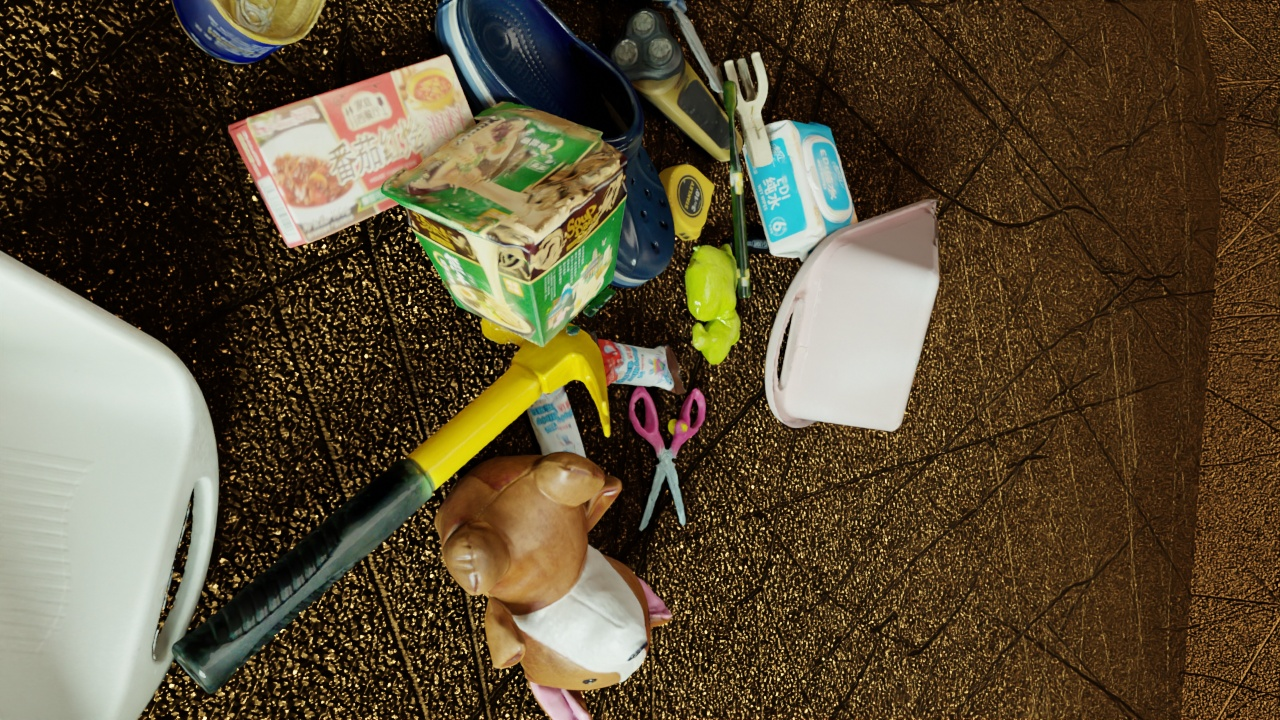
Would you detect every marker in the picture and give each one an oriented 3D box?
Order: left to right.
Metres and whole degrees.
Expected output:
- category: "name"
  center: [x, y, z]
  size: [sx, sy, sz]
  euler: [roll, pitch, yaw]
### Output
- category: "marker"
  center: [0.121, -0.112, 0.885]
  size: [0.123, 0.015, 0.018]
  euler: [-7, 88, -48]

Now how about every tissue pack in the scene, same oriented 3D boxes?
- category: "tissue pack"
  center: [0.158, -0.162, 0.881]
  size: [0.089, 0.063, 0.140]
  euler: [-11, 85, -49]

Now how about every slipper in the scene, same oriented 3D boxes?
- category: "slipper"
  center: [-0.039, -0.168, 0.658]
  size: [0.253, 0.095, 0.104]
  euler: [52, 54, -27]

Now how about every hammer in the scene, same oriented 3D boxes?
- category: "hammer"
  center: [-0.130, 0.068, 0.533]
  size: [0.299, 0.129, 0.033]
  euler: [-43, 144, -34]

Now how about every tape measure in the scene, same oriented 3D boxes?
- category: "tape measure"
  center: [0.033, -0.137, 0.780]
  size: [0.057, 0.029, 0.060]
  euler: [33, 64, -43]

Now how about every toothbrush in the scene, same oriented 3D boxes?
- category: "toothbrush"
  center: [0.084, -0.146, 0.796]
  size: [0.017, 0.012, 0.186]
  euler: [-37, 124, -70]

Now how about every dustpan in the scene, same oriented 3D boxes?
- category: "dustpan"
  center: [-0.241, 0.074, 0.347]
  size: [0.142, 0.258, 0.222]
  euler: [14, 76, -22]
- category: "dustpan"
  center: [0.213, -0.047, 0.927]
  size: [0.272, 0.139, 0.223]
  euler: [-54, 153, -66]

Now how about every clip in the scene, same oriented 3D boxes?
- category: "clip"
  center: [0.096, -0.231, 0.820]
  size: [0.035, 0.096, 0.101]
  euler: [-17, 77, -6]

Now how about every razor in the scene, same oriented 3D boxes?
- category: "razor"
  center: [0.037, -0.220, 0.770]
  size: [0.167, 0.068, 0.062]
  euler: [33, 85, -49]

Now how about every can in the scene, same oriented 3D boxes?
- category: "can"
  center: [-0.210, -0.239, 0.504]
  size: [0.074, 0.049, 0.148]
  euler: [15, 76, -46]

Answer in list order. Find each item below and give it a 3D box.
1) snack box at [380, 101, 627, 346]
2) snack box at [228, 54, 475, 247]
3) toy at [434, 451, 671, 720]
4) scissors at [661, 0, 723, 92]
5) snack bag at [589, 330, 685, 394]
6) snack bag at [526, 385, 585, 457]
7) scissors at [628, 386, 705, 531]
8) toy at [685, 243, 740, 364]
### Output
- category: "snack box"
  center: [-0.077, -0.081, 0.585]
  size: [0.118, 0.117, 0.106]
  euler: [-46, 149, -33]
- category: "snack box"
  center: [-0.165, -0.132, 0.564]
  size: [0.152, 0.026, 0.075]
  euler: [-38, 115, -42]
- category: "toy"
  center: [-0.047, 0.152, 0.610]
  size: [0.139, 0.131, 0.200]
  euler: [-39, 126, -25]
- category: "scissors"
  center: [0.039, -0.280, 0.753]
  size: [0.175, 0.012, 0.105]
  euler: [54, 34, 4]
- category: "snack bag"
  center: [-0.004, 0.004, 0.729]
  size: [0.105, 0.026, 0.045]
  euler: [7, 59, -47]
- category: "snack bag"
  center: [-0.061, 0.048, 0.666]
  size: [0.048, 0.026, 0.104]
  euler: [-22, 103, -34]
- category: "scissors"
  center: [0.018, 0.076, 0.760]
  size: [0.125, 0.017, 0.133]
  euler: [40, 63, -41]
- category: "toy"
  center: [0.065, -0.053, 0.808]
  size: [0.096, 0.031, 0.100]
  euler: [-50, 126, -41]
